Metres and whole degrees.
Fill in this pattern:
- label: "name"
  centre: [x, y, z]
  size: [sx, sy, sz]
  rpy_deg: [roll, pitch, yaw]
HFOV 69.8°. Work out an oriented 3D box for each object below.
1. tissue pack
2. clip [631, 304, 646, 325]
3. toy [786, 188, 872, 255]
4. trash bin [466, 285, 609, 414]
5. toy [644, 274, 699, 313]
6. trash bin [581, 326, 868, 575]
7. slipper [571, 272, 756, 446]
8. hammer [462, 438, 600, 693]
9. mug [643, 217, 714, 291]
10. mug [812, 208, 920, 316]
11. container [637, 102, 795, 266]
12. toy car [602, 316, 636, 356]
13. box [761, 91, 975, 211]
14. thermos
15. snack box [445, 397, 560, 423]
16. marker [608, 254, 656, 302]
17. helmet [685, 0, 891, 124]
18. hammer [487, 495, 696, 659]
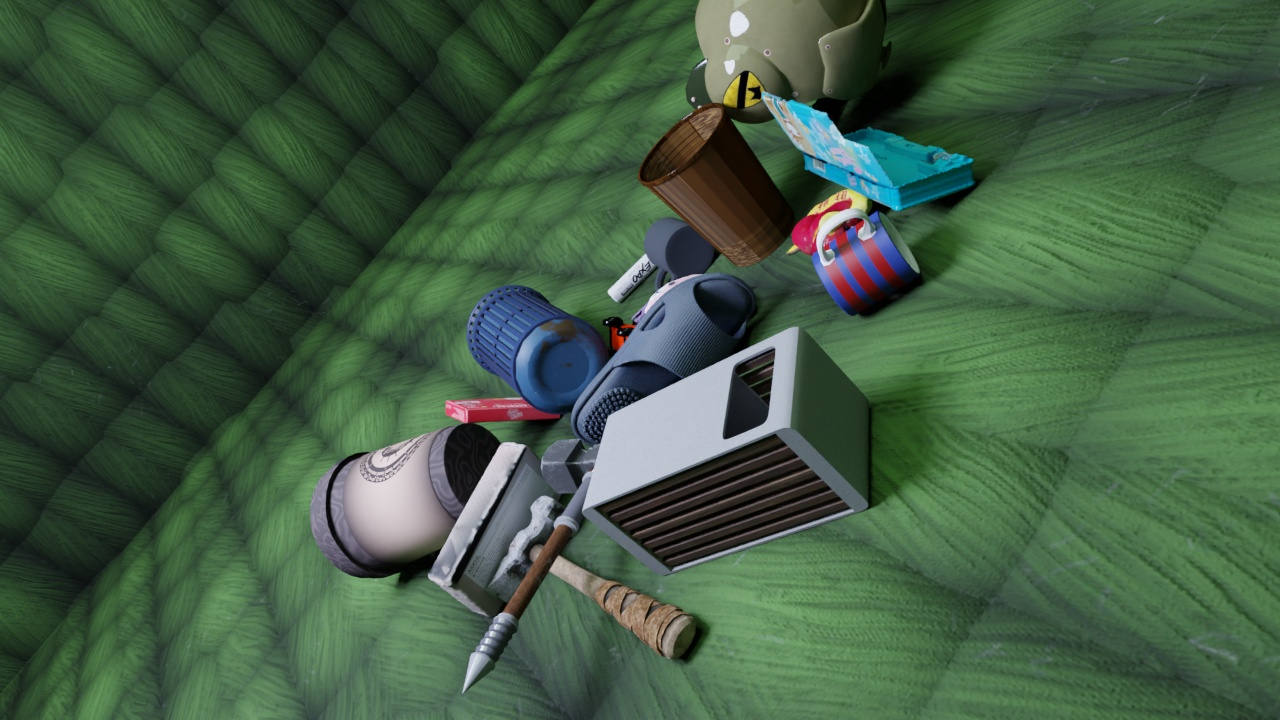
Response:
- label: "tissue pack"
  centre: [-0.165, 0.195, 1.054]
  size: [0.071, 0.104, 0.181]
  rpy_deg: [0, 52, 36]
- label: "clip"
  centre: [0.008, -0.064, 1.247]
  size: [0.053, 0.013, 0.037]
  rpy_deg: [-33, 29, 31]
- label: "toy"
  centre: [0.207, -0.142, 1.006]
  size: [0.106, 0.067, 0.137]
  rpy_deg: [-30, 24, 23]
- label: "trash bin"
  centre: [-0.142, -0.017, 1.253]
  size: [0.139, 0.139, 0.250]
  rpy_deg: [-50, 26, -6]
- label: "toy"
  centre: [0.038, -0.066, 1.151]
  size: [0.099, 0.053, 0.095]
  rpy_deg: [-33, 11, 29]
- label: "trash bin"
  centre: [0.076, 0.087, 0.818]
  size: [0.229, 0.114, 0.114]
  rpy_deg: [-27, 32, 34]
- label: "slipper"
  centre: [0.024, 0.011, 1.023]
  size: [0.264, 0.101, 0.082]
  rpy_deg: [-45, 25, 13]
- label: "hammer"
  centre: [-0.088, 0.187, 0.887]
  size: [0.156, 0.043, 0.321]
  rpy_deg: [-6, 31, 30]
- label: "mug"
  centre: [0.046, -0.137, 1.240]
  size: [0.077, 0.071, 0.105]
  rpy_deg: [39, 113, 64]
- label: "mug"
  centre: [0.209, -0.102, 0.888]
  size: [0.076, 0.112, 0.074]
  rpy_deg: [-34, 44, 25]
- label: "container"
  centre: [0.101, -0.208, 1.132]
  size: [0.132, 0.167, 0.132]
  rpy_deg: [-35, 28, 22]
- label: "toy car"
  centre: [-0.014, -0.023, 1.176]
  size: [0.048, 0.051, 0.100]
  rpy_deg: [-7, 17, -18]
- label: "box"
  centre: [0.232, -0.223, 0.997]
  size: [0.227, 0.172, 0.083]
  rpy_deg: [-124, 49, -63]
- label: "thermos"
  centre: [-0.290, 0.177, 1.194]
  size: [0.227, 0.173, 0.172]
  rpy_deg: [-23, 34, 28]
- label: "snack box"
  centre: [-0.186, 0.066, 1.238]
  size: [0.089, 0.132, 0.021]
  rpy_deg: [11, 100, 61]
- label: "marker"
  centre: [0.005, -0.135, 1.335]
  size: [0.126, 0.025, 0.025]
  rpy_deg: [-44, 26, 6]
- label: "helmet"
  centre: [0.190, -0.397, 1.139]
  size: [0.234, 0.255, 0.249]
  rpy_deg: [-25, 33, 42]
- label: "hammer"
  centre: [-0.050, 0.222, 0.904]
  size: [0.319, 0.049, 0.121]
  rpy_deg: [9, 62, 57]
